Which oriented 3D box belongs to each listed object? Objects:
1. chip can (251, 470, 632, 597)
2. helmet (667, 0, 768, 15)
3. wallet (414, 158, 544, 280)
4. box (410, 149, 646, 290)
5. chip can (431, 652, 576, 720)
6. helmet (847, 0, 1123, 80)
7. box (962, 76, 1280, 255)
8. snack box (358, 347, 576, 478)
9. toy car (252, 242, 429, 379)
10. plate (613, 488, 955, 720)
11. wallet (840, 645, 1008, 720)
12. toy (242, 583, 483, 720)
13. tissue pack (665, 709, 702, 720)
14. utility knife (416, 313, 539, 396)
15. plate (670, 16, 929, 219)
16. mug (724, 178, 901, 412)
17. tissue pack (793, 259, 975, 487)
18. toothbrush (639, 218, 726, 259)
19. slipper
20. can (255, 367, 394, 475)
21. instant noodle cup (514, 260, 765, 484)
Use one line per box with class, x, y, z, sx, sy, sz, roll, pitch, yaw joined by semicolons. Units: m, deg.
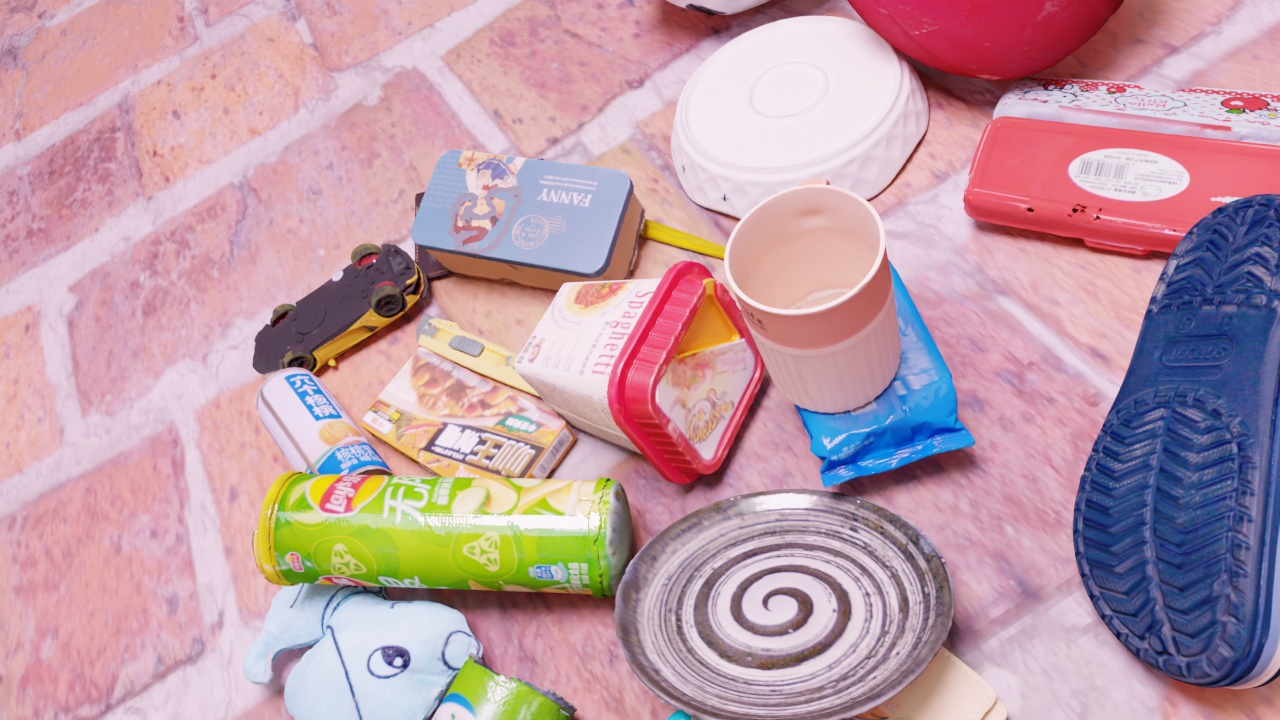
chip can;-0.116;0.105;0.560;0.221;0.073;0.072;0;56;7
helmet;0.103;-0.391;0.780;0.230;0.146;0.258;-18;41;56
wallet;-0.135;-0.119;0.776;0.122;0.020;0.096;-14;56;12
box;-0.079;-0.103;0.703;0.184;0.062;0.089;9;75;23
chip can;-0.118;0.272;0.469;0.072;0.072;0.235;16;63;29
helmet;0.232;-0.287;0.663;0.240;0.144;0.206;25;41;24
box;0.329;-0.137;0.598;0.201;0.059;0.160;15;60;27
snack box;-0.125;0.049;0.652;0.154;0.026;0.075;24;68;32
toy car;-0.246;-0.037;0.746;0.156;0.041;0.071;-34;52;1
plate;0.076;0.130;0.493;0.179;0.024;0.179;-11;28;5
wallet;0.120;0.191;0.466;0.115;0.024;0.087;-43;55;-13
toy;-0.175;0.180;0.566;0.161;0.050;0.156;-22;45;3
tissue pack;0.013;0.237;0.447;0.133;0.050;0.093;-41;53;2
utility knife;-0.113;-0.002;0.694;0.167;0.018;0.031;22;73;26
plate;0.118;-0.197;0.720;0.205;0.045;0.204;-10;55;14
mug;0.100;-0.043;0.513;0.082;0.106;0.114;-5;56;19
tissue pack;0.134;0.004;0.570;0.095;0.052;0.157;-22;52;8
toothbrush;0.040;-0.091;0.693;0.190;0.016;0.015;22;66;31
slipper;0.301;0.040;0.464;0.095;0.105;0.252;22;76;-14
can;-0.231;0.060;0.666;0.053;0.053;0.134;-42;53;-11
instant noodle cup;-0.004;0.003;0.592;0.124;0.116;0.116;9;60;39
